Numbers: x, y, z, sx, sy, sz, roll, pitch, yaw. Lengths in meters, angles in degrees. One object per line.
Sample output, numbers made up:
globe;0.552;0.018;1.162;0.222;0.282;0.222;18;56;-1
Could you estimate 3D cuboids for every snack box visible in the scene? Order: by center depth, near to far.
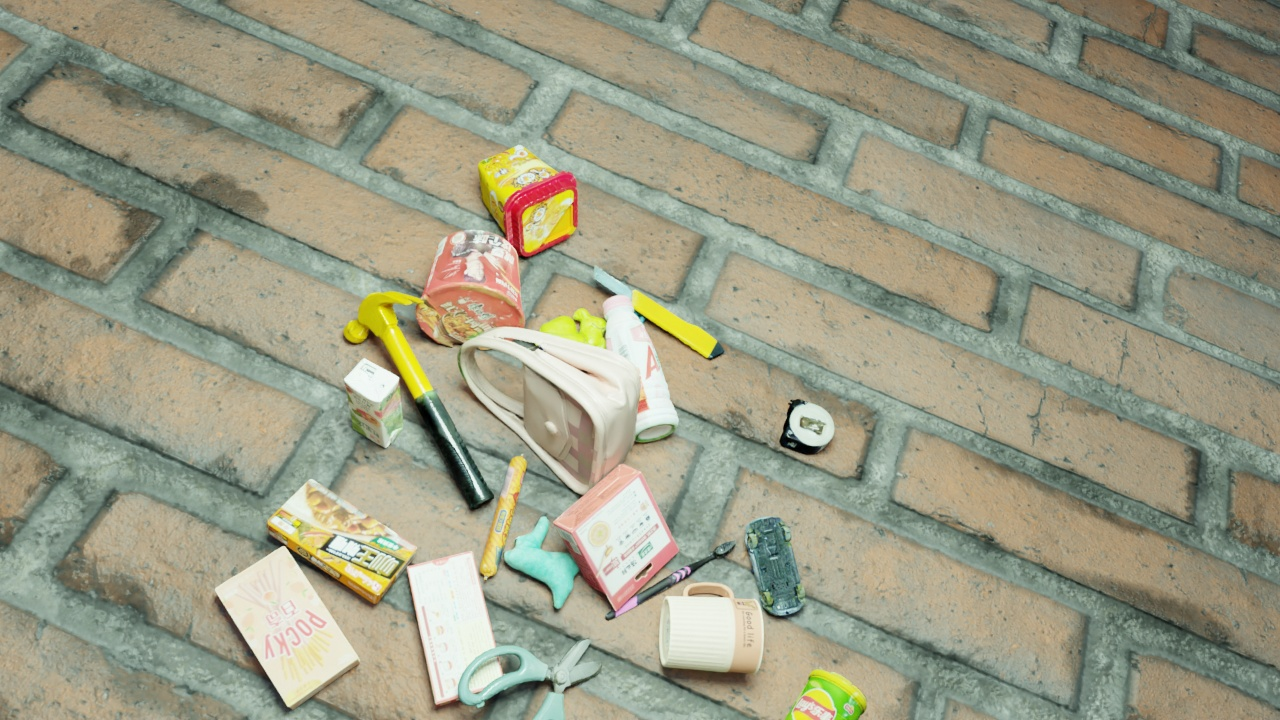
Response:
snack box;-0.385;0.289;1.002;0.084;0.026;0.157;-33;72;-25
snack box;-0.209;0.299;1.032;0.077;0.027;0.155;-11;65;-17
snack box;-0.340;0.205;1.048;0.154;0.026;0.075;31;47;5
snack box;-0.027;0.208;1.086;0.113;0.044;0.127;-38;118;-27

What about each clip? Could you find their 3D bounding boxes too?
clip;-0.001;-0.061;1.277;0.047;0.014;0.056;29;61;3

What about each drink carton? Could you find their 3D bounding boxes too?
drink carton;-0.314;0.051;1.091;0.053;0.123;0.045;29;58;7

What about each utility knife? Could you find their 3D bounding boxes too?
utility knife;0.023;-0.066;1.269;0.216;0.015;0.033;34;60;-3

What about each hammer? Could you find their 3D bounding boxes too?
hammer;-0.264;0.045;1.129;0.032;0.129;0.300;-17;73;-53

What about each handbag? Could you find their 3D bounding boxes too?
handbag;-0.118;0.044;1.106;0.234;0.194;0.093;28;53;14

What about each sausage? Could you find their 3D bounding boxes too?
sausage;-0.164;0.186;1.105;0.021;0.021;0.164;15;60;-3

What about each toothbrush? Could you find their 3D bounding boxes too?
toothbrush;0.039;0.263;1.107;0.189;0.018;0.014;-25;71;-21

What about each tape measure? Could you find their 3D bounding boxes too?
tape measure;0.224;0.091;1.228;0.066;0.034;0.065;18;62;-1

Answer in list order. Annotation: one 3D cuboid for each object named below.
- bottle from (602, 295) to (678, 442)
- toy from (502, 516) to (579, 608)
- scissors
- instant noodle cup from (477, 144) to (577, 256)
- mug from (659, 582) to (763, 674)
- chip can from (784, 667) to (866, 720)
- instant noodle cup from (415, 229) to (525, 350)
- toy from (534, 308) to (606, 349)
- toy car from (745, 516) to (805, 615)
bottle;-0.007;0.007;1.206;0.068;0.068;0.196;-10;65;-16
toy;-0.115;0.234;1.085;0.092;0.030;0.096;25;54;0
scissors;-0.110;0.379;1.003;0.176;0.019;0.171;-3;75;-31
instant noodle cup;-0.163;-0.230;1.288;0.116;0.116;0.123;-30;60;-24
mug;0.079;0.304;1.063;0.106;0.082;0.114;5;34;-7
chip can;0.165;0.447;1.000;0.072;0.073;0.220;37;62;9
instant noodle cup;-0.216;-0.096;1.190;0.138;0.138;0.108;5;55;-9
toy;-0.094;-0.030;1.232;0.100;0.031;0.096;6;61;-13
toy car;0.164;0.252;1.128;0.054;0.037;0.120;-9;74;-17
